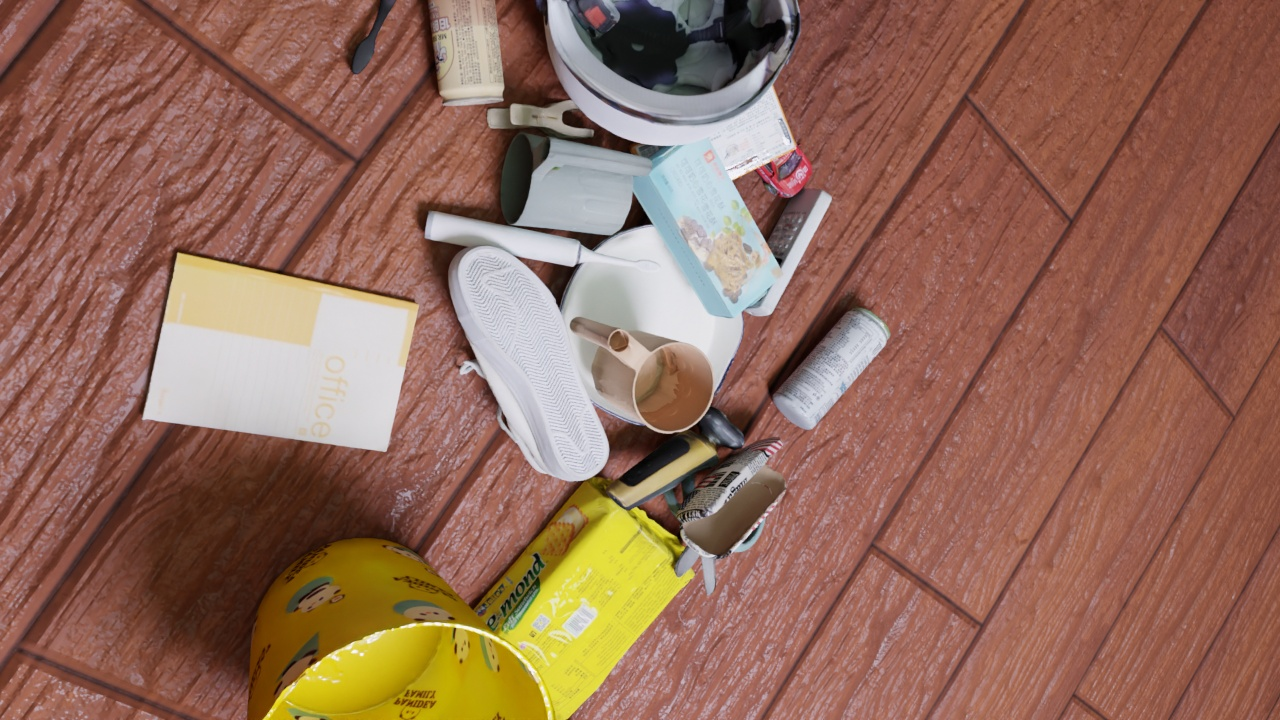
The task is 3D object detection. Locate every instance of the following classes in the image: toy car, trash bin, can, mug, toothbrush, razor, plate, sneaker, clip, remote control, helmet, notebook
[{"bbox_3d":[0.136,-0.224,0.967,0.120,0.045,0.053,43,82,-28],"label":"toy car"},{"bbox_3d":[-0.221,0.278,0.771,0.229,0.255,0.230,-5,101,-25],"label":"trash bin"},{"bbox_3d":[0.216,0.008,1.040,0.146,0.058,0.058,-47,115,-11],"label":"can"},{"bbox_3d":[-0.005,0.005,0.857,0.124,0.104,0.084,39,82,-26],"label":"mug"},{"bbox_3d":[-0.060,-0.166,0.842,0.103,0.124,0.083,4,79,-29],"label":"mug"},{"bbox_3d":[-0.089,-0.106,0.856,0.221,0.026,0.027,10,99,-10],"label":"toothbrush"},{"bbox_3d":[-0.154,-0.286,0.807,0.058,0.058,0.116,-10,104,-24],"label":"can"},{"bbox_3d":[0.033,0.100,0.936,0.167,0.062,0.068,-29,133,-33],"label":"razor"},{"bbox_3d":[0.007,-0.038,0.940,0.204,0.045,0.205,-5,103,-25],"label":"plate"},{"bbox_3d":[-0.116,0.005,0.870,0.089,0.091,0.242,-34,107,-33],"label":"sneaker"},{"bbox_3d":[-0.086,-0.227,0.857,0.099,0.066,0.034,-5,102,-36],"label":"clip"},{"bbox_3d":[0.152,-0.117,0.986,0.021,0.058,0.150,30,85,-24],"label":"remote control"},{"bbox_3d":[-0.211,-0.333,0.800,0.014,0.018,0.189,26,85,-28],"label":"toothbrush"},{"bbox_3d":[0.014,-0.297,0.824,0.229,0.146,0.258,5,76,-11],"label":"helmet"},{"bbox_3d":[-0.312,-0.002,0.812,0.206,0.010,0.146,12,94,-27],"label":"notebook"}]

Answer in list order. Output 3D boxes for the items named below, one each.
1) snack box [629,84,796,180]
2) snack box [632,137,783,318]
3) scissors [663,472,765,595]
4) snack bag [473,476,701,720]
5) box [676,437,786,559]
[{"bbox_3d":[0.073,-0.214,0.918,0.154,0.026,0.075,-26,112,3],"label":"snack box"},{"bbox_3d":[0.064,-0.131,0.895,0.074,0.052,0.175,-40,113,-17],"label":"snack box"},{"bbox_3d":[0.069,0.154,0.992,0.169,0.019,0.181,-38,101,-42],"label":"scissors"},{"bbox_3d":[-0.061,0.250,0.949,0.246,0.068,0.158,-48,115,-9],"label":"snack bag"},{"bbox_3d":[0.099,0.130,0.956,0.162,0.076,0.088,-34,146,-43],"label":"box"}]
